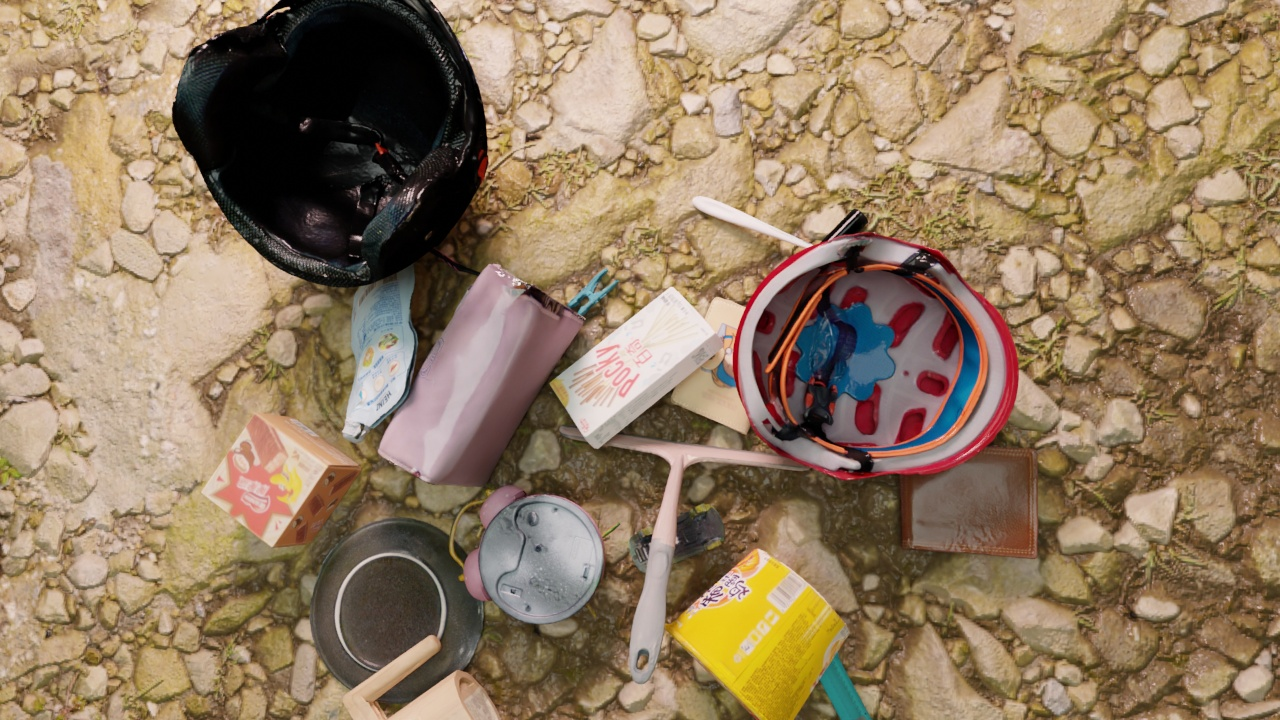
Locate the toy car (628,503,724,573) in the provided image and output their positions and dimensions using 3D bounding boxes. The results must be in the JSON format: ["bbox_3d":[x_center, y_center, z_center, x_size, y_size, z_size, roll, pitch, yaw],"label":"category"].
[{"bbox_3d":[0.035,0.167,0.864,0.091,0.036,0.043,-23,79,4],"label":"toy car"}]

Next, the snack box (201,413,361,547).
[{"bbox_3d":[-0.349,0.117,0.897,0.093,0.077,0.094,34,87,10],"label":"snack box"}]

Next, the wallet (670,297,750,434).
[{"bbox_3d":[0.085,0.003,0.889,0.087,0.024,0.115,24,87,5],"label":"wallet"}]

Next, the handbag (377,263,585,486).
[{"bbox_3d":[-0.150,0.015,0.850,0.098,0.145,0.197,30,89,7],"label":"handbag"}]

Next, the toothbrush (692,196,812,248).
[{"bbox_3d":[0.129,-0.124,0.892,0.180,0.016,0.016,26,85,21],"label":"toothbrush"}]

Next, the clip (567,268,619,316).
[{"bbox_3d":[-0.048,-0.068,0.919,0.056,0.014,0.043,-41,80,-2],"label":"clip"}]

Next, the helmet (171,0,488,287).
[{"bbox_3d":[-0.252,-0.202,0.822,0.233,0.230,0.275,34,103,-3],"label":"helmet"}]

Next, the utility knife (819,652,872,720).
[{"bbox_3d":[0.204,0.337,0.831,0.029,0.013,0.216,-29,80,3],"label":"utility knife"}]

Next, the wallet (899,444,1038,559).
[{"bbox_3d":[0.300,0.127,0.841,0.124,0.032,0.101,3,79,7],"label":"wallet"}]

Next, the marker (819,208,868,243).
[{"bbox_3d":[0.169,-0.095,0.892,0.132,0.020,0.022,-45,60,0],"label":"marker"}]

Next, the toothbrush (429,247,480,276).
[{"bbox_3d":[-0.205,-0.105,0.943,0.189,0.014,0.018,31,96,10],"label":"toothbrush"}]

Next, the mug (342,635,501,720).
[{"bbox_3d":[-0.201,0.333,0.848,0.103,0.084,0.124,-36,76,-1],"label":"mug"}]

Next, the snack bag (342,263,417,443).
[{"bbox_3d":[-0.244,-0.013,0.864,0.110,0.039,0.190,-37,42,20],"label":"snack bag"}]

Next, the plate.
[{"bbox_3d":[-0.241,0.244,0.894,0.179,0.024,0.179,-1,82,6],"label":"plate"}]

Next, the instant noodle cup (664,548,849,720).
[{"bbox_3d":[0.105,0.240,0.800,0.138,0.138,0.109,42,77,10],"label":"instant noodle cup"}]

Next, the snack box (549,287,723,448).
[{"bbox_3d":[-0.005,0.005,0.878,0.157,0.027,0.084,-38,48,0],"label":"snack box"}]

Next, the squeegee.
[{"bbox_3d":[0.022,0.157,0.798,0.248,0.040,0.248,7,49,7],"label":"squeegee"}]

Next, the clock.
[{"bbox_3d":[-0.107,0.180,0.869,0.158,0.060,0.117,14,85,7],"label":"clock"}]

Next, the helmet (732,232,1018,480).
[{"bbox_3d":[0.193,-0.004,0.817,0.240,0.144,0.207,18,95,-10],"label":"helmet"}]
